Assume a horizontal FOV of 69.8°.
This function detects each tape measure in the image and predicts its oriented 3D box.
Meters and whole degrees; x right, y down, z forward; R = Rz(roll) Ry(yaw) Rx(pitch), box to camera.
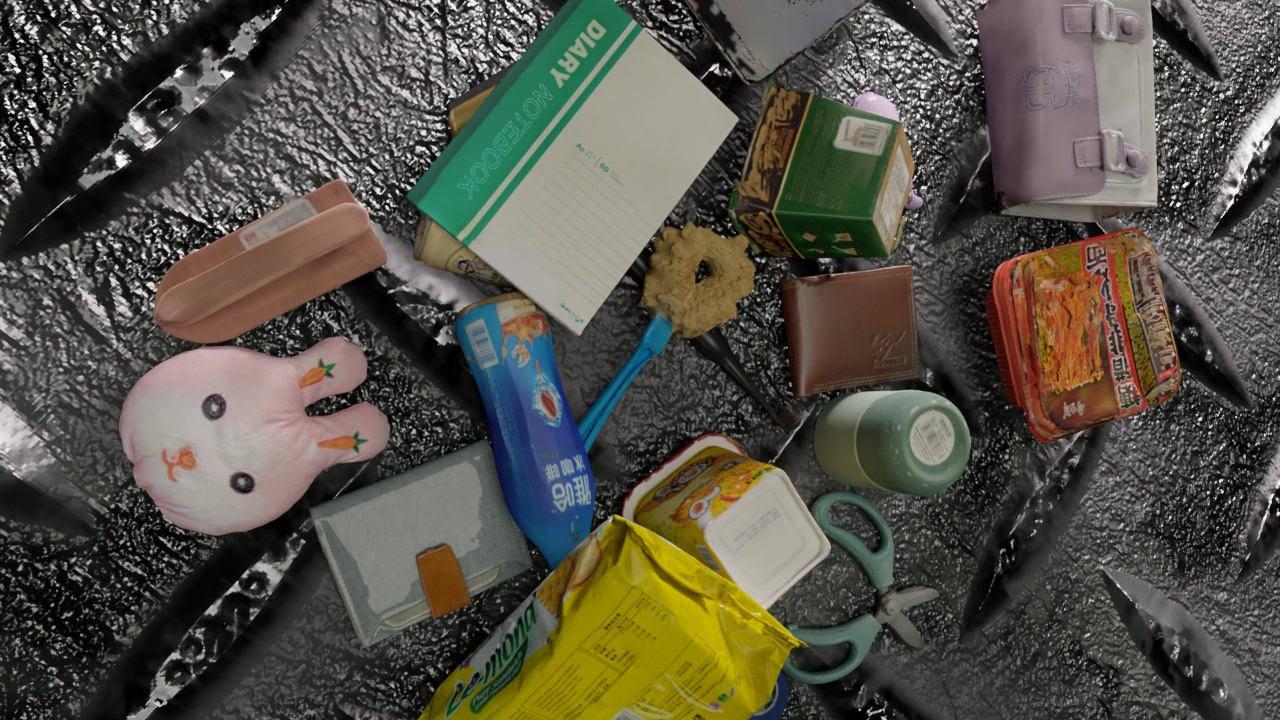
[{"bbox_3d":[0.090,0.267,0.733,0.054,0.025,0.058,-9,95,-23],"label":"tape measure"}]

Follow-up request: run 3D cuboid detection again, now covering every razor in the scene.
[{"bbox_3d":[-0.068,-0.203,0.677,0.167,0.062,0.067,-31,69,-14],"label":"razor"}]

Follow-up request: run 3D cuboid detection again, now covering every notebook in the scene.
[{"bbox_3d":[-0.041,-0.144,0.644,0.150,0.012,0.208,39,75,-14],"label":"notebook"}]

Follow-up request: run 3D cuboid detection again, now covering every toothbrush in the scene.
[{"bbox_3d":[0.055,-0.017,0.729,0.027,0.026,0.212,-38,104,23],"label":"toothbrush"}]

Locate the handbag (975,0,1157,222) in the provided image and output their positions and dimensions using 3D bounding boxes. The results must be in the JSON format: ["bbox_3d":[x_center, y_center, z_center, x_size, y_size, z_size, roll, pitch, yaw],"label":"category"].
[{"bbox_3d":[0.387,-0.232,0.831,0.144,0.098,0.197,-2,88,-15],"label":"handbag"}]

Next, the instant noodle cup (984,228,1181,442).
[{"bbox_3d":[0.387,-0.023,0.828,0.188,0.079,0.164,-14,92,-22],"label":"instant noodle cup"}]

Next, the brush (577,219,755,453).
[{"bbox_3d":[-0.004,0.004,0.688,0.083,0.046,0.254,34,91,-18],"label":"brush"}]

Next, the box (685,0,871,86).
[{"bbox_3d":[0.103,-0.342,0.735,0.158,0.197,0.181,-35,104,24],"label":"box"}]

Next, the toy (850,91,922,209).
[{"bbox_3d":[0.209,-0.178,0.788,0.083,0.039,0.108,-13,89,-42],"label":"toy"}]

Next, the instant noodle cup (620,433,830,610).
[{"bbox_3d":[0.065,0.124,0.676,0.116,0.124,0.116,-36,100,-18],"label":"instant noodle cup"}]

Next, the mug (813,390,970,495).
[{"bbox_3d":[0.216,0.066,0.745,0.111,0.106,0.082,3,86,-21],"label":"mug"}]

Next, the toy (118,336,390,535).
[{"bbox_3d":[-0.248,0.042,0.601,0.159,0.054,0.121,-23,98,-28],"label":"toy"}]

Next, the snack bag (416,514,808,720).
[{"bbox_3d":[-0.025,0.223,0.610,0.158,0.068,0.247,36,112,-16],"label":"snack bag"}]

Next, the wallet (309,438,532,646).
[{"bbox_3d":[-0.150,0.128,0.642,0.129,0.037,0.106,-21,95,-20],"label":"wallet"}]

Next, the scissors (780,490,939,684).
[{"bbox_3d":[0.171,0.206,0.770,0.181,0.019,0.170,-42,103,-18],"label":"scissors"}]

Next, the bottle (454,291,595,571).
[{"bbox_3d":[-0.071,0.062,0.644,0.065,0.065,0.218,-16,86,-21],"label":"bottle"}]

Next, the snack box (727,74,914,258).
[{"bbox_3d":[0.145,-0.137,0.700,0.117,0.106,0.118,31,74,-62],"label":"snack box"}]

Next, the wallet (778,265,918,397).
[{"bbox_3d":[0.177,-0.025,0.775,0.124,0.032,0.101,-8,93,-20],"label":"wallet"}]

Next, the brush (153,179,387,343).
[{"bbox_3d":[-0.243,-0.060,0.594,0.145,0.073,0.063,-31,99,-17],"label":"brush"}]

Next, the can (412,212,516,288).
[{"bbox_3d":[-0.099,-0.084,0.657,0.116,0.059,0.058,13,83,-20],"label":"can"}]
